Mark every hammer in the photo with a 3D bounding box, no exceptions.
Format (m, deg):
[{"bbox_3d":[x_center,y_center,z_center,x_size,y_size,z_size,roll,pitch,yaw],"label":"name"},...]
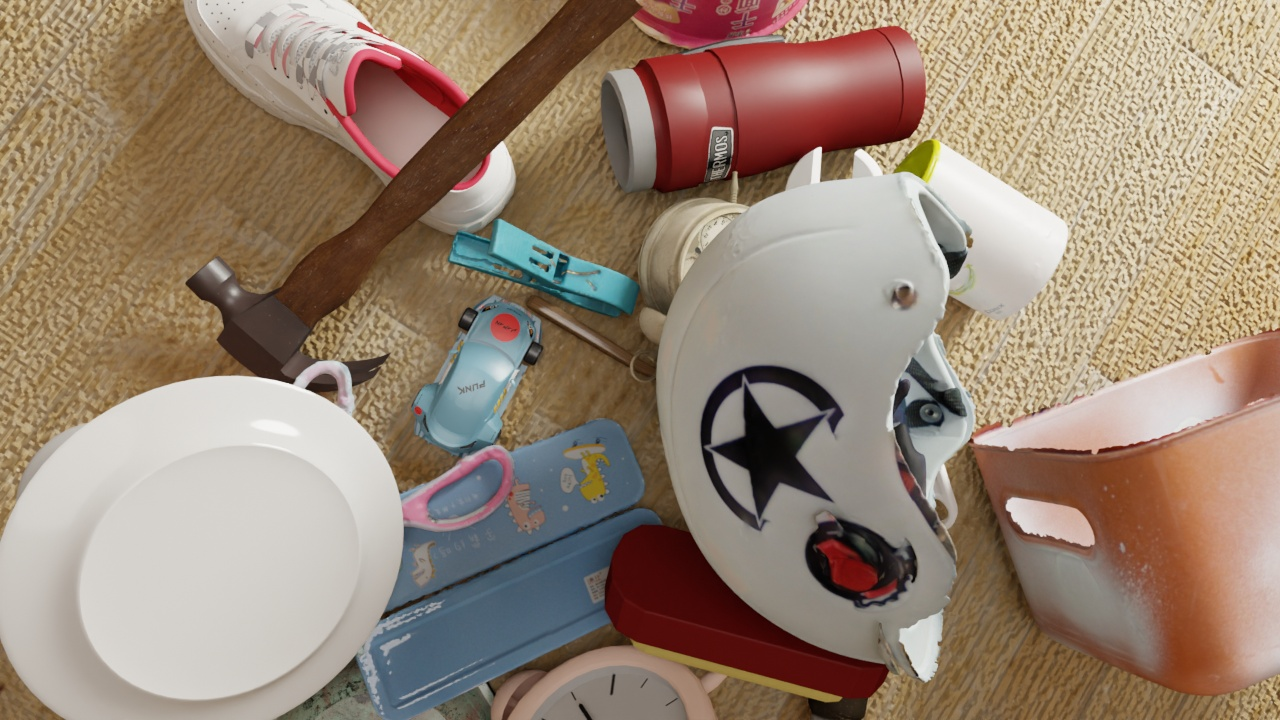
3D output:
[{"bbox_3d":[-0.125,-0.095,0.517,0.324,0.033,0.115,-38,108,21],"label":"hammer"},{"bbox_3d":[0.117,0.270,0.588,0.177,0.079,0.326,13,79,-7],"label":"hammer"}]

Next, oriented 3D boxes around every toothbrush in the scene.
[{"bbox_3d":[-0.004,0.004,0.614,0.167,0.016,0.016,31,82,-5],"label":"toothbrush"}]

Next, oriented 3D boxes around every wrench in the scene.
[{"bbox_3d":[0.160,-0.009,0.604,0.066,0.018,0.273,-11,105,35],"label":"wrench"}]

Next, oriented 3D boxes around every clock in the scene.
[{"bbox_3d":[0.040,-0.044,0.590,0.093,0.055,0.140,41,80,-26],"label":"clock"},{"bbox_3d":[-0.016,0.240,0.533,0.160,0.130,0.086,-6,123,8],"label":"clock"}]

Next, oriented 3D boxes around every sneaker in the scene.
[{"bbox_3d":[-0.179,-0.174,0.556,0.236,0.104,0.090,40,82,-3],"label":"sneaker"}]

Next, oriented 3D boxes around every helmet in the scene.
[{"bbox_3d":[0.095,0.036,0.501,0.164,0.236,0.264,0,108,23],"label":"helmet"}]

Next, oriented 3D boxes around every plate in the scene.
[{"bbox_3d":[-0.204,0.102,0.454,0.188,0.016,0.189,-8,103,-36],"label":"plate"}]

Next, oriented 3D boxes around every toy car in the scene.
[{"bbox_3d":[-0.104,0.010,0.593,0.060,0.027,0.107,28,83,-5],"label":"toy car"}]

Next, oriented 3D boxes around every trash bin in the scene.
[{"bbox_3d":[0.373,0.085,0.580,0.259,0.182,0.157,-17,90,-10],"label":"trash bin"}]

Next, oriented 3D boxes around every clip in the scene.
[{"bbox_3d":[-0.061,-0.056,0.591,0.120,0.104,0.027,19,84,-27],"label":"clip"}]

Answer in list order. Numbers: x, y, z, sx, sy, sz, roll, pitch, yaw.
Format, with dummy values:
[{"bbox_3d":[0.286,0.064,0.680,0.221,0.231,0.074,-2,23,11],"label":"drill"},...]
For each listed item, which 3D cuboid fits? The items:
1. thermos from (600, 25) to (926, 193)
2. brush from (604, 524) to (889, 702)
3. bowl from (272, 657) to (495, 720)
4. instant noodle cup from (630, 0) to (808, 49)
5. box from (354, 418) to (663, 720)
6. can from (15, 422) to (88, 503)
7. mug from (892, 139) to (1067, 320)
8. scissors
[{"bbox_3d":[0.075,-0.175,0.609,0.198,0.084,0.108,-13,57,-11],"label":"thermos"},{"bbox_3d":[0.063,0.154,0.550,0.173,0.082,0.042,14,117,2],"label":"brush"},{"bbox_3d":[-0.159,0.252,0.563,0.157,0.038,0.157,1,86,-8],"label":"bowl"},{"bbox_3d":[0.053,-0.310,0.612,0.178,0.078,0.178,1,86,-8],"label":"instant noodle cup"},{"bbox_3d":[-0.082,0.122,0.566,0.208,0.021,0.125,-20,89,-24],"label":"box"},{"bbox_3d":[-0.269,0.073,0.507,0.079,0.142,0.079,1,86,-8],"label":"can"},{"bbox_3d":[0.216,-0.087,0.618,0.106,0.082,0.082,29,82,-6],"label":"mug"},{"bbox_3d":[-0.163,0.075,0.535,0.170,0.014,0.173,-31,89,-22],"label":"scissors"}]
